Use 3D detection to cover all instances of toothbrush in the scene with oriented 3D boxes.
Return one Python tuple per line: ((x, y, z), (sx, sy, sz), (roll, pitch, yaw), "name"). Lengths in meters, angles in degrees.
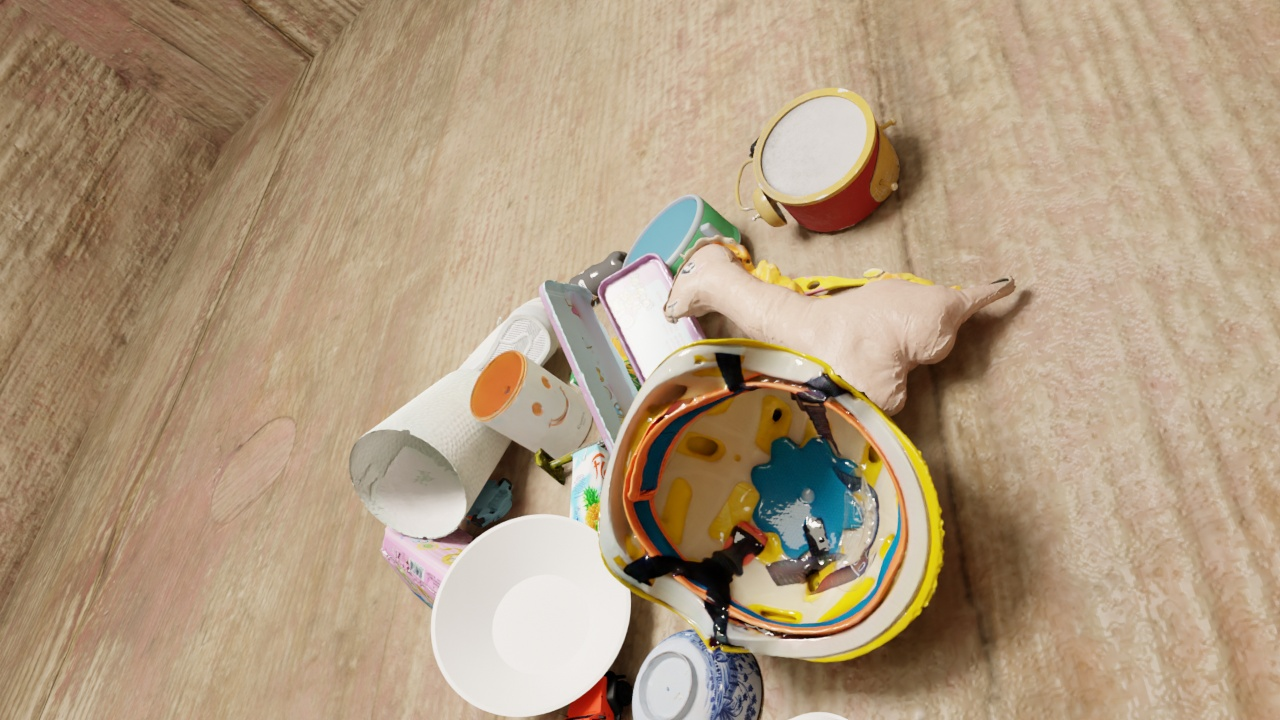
((0.165, -0.068, 0.831), (0.136, 0.016, 0.021), (-6, 61, 45), "toothbrush")

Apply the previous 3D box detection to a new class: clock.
((0.037, -0.110, 0.966), (0.122, 0.075, 0.161), (-52, 24, 4), "clock")
((0.163, -0.178, 0.866), (0.159, 0.081, 0.117), (-9, 65, 33), "clock")

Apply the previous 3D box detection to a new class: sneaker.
((-0.163, 0.012, 1.083), (0.243, 0.089, 0.090), (-44, 4, 32), "sneaker")

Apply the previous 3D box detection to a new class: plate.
((-0.091, 0.221, 0.792), (0.174, 0.036, 0.173), (-6, 56, 9), "plate")

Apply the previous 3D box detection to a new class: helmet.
((0.102, 0.097, 0.660), (0.240, 0.139, 0.209), (25, 100, 22), "helmet")

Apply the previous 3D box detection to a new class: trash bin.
((-0.211, 0.091, 0.990), (0.134, 0.133, 0.160), (-29, 14, 30), "trash bin")

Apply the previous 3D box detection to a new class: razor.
((-0.053, 0.090, 0.935), (0.106, 0.042, 0.026), (-26, 41, 19), "razor")

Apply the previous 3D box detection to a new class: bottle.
((-0.057, -0.090, 1.077), (0.110, 0.036, 0.036), (-29, 43, 30), "bottle")

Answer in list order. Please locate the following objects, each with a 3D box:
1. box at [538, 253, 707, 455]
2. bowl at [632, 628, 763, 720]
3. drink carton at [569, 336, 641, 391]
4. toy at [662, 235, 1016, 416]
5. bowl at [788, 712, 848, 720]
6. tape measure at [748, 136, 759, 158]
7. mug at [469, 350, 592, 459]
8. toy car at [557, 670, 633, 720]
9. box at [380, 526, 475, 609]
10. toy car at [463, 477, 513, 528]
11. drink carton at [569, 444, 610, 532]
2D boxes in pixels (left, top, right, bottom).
((0.000, 0.007, 0.828), (0.214, 0.140, 0.062), (64, 156, 24), "box")
((0.033, 0.252, 0.692), (0.114, 0.045, 0.114), (-29, 43, 30), "bowl")
((-0.005, 0.005, 0.924), (0.123, 0.058, 0.041), (-18, 49, 39), "drink carton")
((0.145, -0.053, 0.758), (0.196, 0.065, 0.264), (-40, 45, -7), "toy")
((0.102, 0.281, 0.596), (0.110, 0.040, 0.109), (-29, 43, 30), "bowl")
((0.157, -0.223, 0.946), (0.072, 0.042, 0.071), (-46, 33, 6), "tape measure")
((-0.115, 0.049, 0.970), (0.082, 0.105, 0.082), (-28, 43, 30), "mug")
((-0.041, 0.298, 0.733), (0.051, 0.049, 0.100), (-25, 45, 34), "toy car")
((-0.187, 0.238, 0.934), (0.231, 0.084, 0.090), (14, 100, 52), "box")
((-0.177, 0.159, 1.011), (0.108, 0.027, 0.060), (-5, 40, 48), "toy car")
((-0.045, 0.142, 0.869), (0.039, 0.044, 0.128), (-25, 46, 33), "drink carton")
